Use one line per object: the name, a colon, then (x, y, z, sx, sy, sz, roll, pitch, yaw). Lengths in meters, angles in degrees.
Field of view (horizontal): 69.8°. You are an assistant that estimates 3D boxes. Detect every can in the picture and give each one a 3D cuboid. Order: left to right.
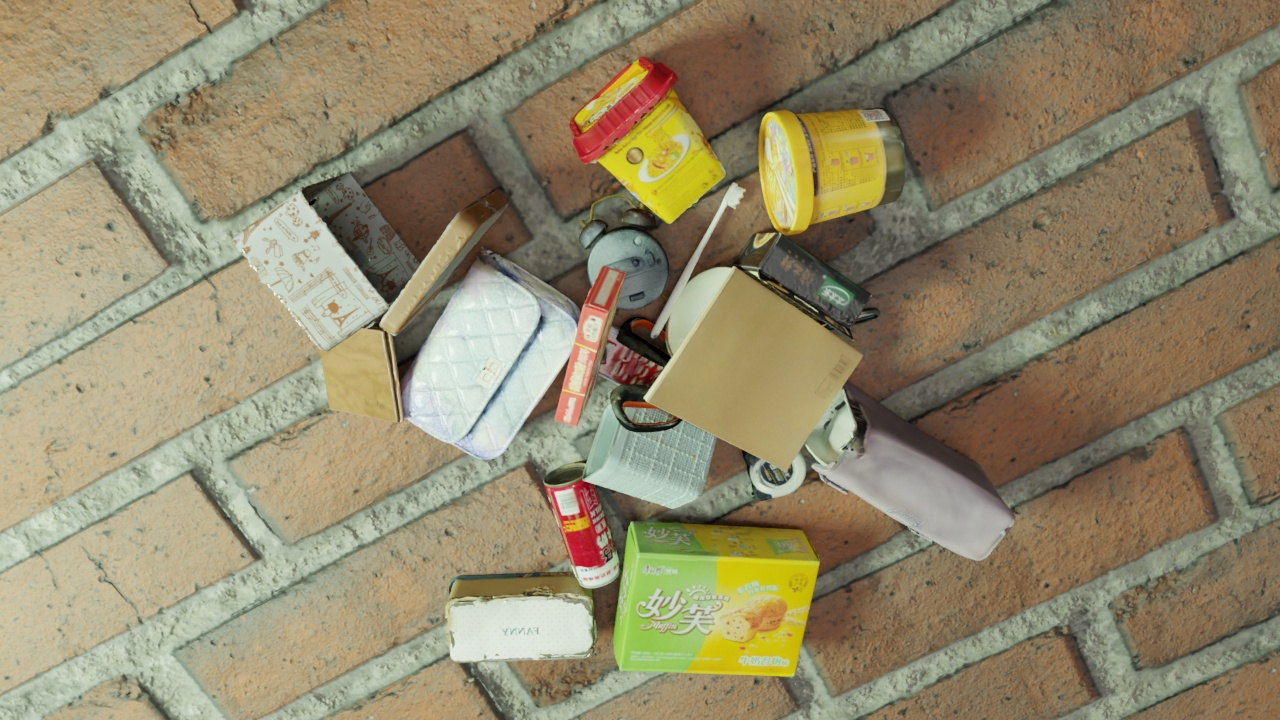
can: (-0.064, 0.184, 1.023, 0.053, 0.053, 0.133, -16, 107, 3)

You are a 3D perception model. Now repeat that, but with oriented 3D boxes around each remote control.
remote control: (-0.006, 0.006, 0.988, 0.136, 0.020, 0.056, 29, 103, -10)

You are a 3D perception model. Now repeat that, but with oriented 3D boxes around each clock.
clock: (-0.016, -0.109, 0.935, 0.082, 0.055, 0.122, -17, 106, 4)

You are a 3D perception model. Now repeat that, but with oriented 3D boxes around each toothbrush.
toothbrush: (0.058, -0.101, 0.946, 0.016, 0.016, 0.180, 31, 96, 13)
toothbrush: (0.169, -0.029, 0.986, 0.181, 0.018, 0.016, -14, 104, 1)

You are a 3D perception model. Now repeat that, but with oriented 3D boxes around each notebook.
notebook: (0.119, 0.016, 0.904, 0.211, 0.012, 0.149, 28, 99, -37)

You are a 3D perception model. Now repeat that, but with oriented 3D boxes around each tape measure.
tape measure: (0.150, 0.118, 1.021, 0.066, 0.033, 0.066, -13, 109, 4)

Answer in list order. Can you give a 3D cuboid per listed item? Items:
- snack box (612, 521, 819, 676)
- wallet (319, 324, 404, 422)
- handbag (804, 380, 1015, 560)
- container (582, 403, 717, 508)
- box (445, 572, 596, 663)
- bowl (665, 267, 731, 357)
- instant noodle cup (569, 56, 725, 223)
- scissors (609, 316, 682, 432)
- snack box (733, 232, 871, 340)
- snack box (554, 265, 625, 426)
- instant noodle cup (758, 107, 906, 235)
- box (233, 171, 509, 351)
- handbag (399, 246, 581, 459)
snack box: (0.082, 0.270, 1.034, 0.210, 0.070, 0.158, 5, 110, -9)
wallet: (-0.291, 0.010, 0.950, 0.115, 0.020, 0.101, 8, 111, 36)
handbag: (0.274, 0.118, 0.967, 0.197, 0.145, 0.098, 31, 101, -10)
container: (0.012, 0.100, 0.970, 0.111, 0.090, 0.089, 23, 67, -11)
box: (-0.142, 0.295, 1.053, 0.184, 0.059, 0.090, 1, 106, 0)
bowl: (0.087, -0.033, 0.944, 0.062, 0.113, 0.113, 26, 108, -46)
instant noodle cup: (0.010, -0.207, 0.882, 0.116, 0.116, 0.123, -40, 115, 9)
scissors: (0.062, 0.026, 0.964, 0.221, 0.022, 0.210, -15, 70, -35)
snack box: (0.160, -0.076, 0.911, 0.113, 0.125, 0.053, 32, 92, -11)
snack box: (-0.051, -0.012, 0.912, 0.025, 0.075, 0.153, 18, 129, 1)
instant noodle cup: (0.185, -0.190, 0.889, 0.114, 0.118, 0.118, -12, 107, -6)
box: (-0.230, -0.119, 0.858, 0.193, 0.183, 0.156, -35, 105, 8)
handbag: (-0.155, -0.002, 0.951, 0.134, 0.075, 0.194, 32, 102, -6)
